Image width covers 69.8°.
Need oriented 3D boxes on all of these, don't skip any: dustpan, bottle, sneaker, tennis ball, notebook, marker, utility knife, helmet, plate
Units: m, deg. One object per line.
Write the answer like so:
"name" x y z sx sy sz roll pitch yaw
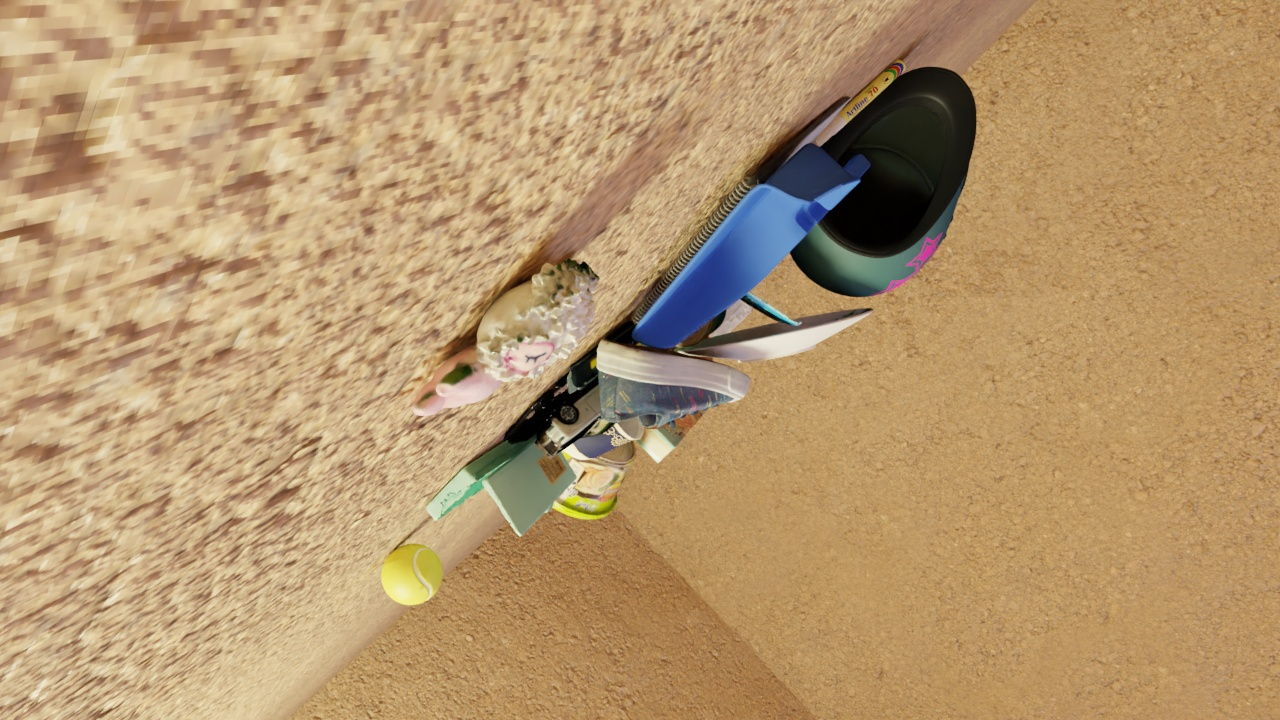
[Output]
"dustpan" 0.128 -0.131 0.829 0.256 0.059 0.246 -47 179 -36
"bottle" 0.069 -0.063 1.101 0.068 0.068 0.209 -45 177 16
"sneaker" 0.029 0.031 0.934 0.235 0.087 0.079 10 95 -55
"tennis ball" -0.248 0.233 0.999 0.065 0.065 0.065 -44 177 -3
"notebook" 0.091 -0.140 0.884 0.177 0.013 0.246 -44 178 -36
"marker" 0.216 -0.255 0.912 0.132 0.014 0.014 -43 177 -14
"utility knife" -0.023 -0.014 0.926 0.020 0.029 0.172 -16 -163 44
"helmet" 0.274 -0.199 1.029 0.275 0.176 0.200 -57 172 0
"plate" 0.153 -0.021 1.051 0.229 0.030 0.229 -12 -176 1

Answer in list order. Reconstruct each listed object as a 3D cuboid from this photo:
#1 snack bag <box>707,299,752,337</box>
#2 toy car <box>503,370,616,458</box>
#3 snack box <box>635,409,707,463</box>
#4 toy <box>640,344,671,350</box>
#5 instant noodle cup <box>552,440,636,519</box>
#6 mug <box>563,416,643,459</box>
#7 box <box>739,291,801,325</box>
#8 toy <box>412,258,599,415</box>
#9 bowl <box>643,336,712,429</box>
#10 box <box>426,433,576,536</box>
"snack bag" 0.090 -0.062 1.263 0.076 0.036 0.116 -43 -155 -24
"toy car" -0.045 0.035 0.954 0.191 0.071 0.094 -40 174 -43
"snack box" 0.013 0.058 1.320 0.044 0.141 0.193 -45 177 22
"toy" -0.006 0.006 1.063 0.113 0.050 0.087 134 -31 -63
"instant noodle cup" -0.077 0.131 1.232 0.098 0.146 0.146 -57 172 23
"mug" -0.064 0.068 1.100 0.089 0.085 0.112 -27 139 20
"box" 0.146 -0.100 1.040 0.094 0.115 0.243 -46 180 5
"toy" -0.062 -0.007 0.450 0.109 0.041 0.095 -38 179 7
"bowl" 0.014 0.007 1.164 0.148 0.069 0.147 -31 -138 33
"box" -0.132 0.136 0.963 0.077 0.093 0.188 -46 177 16
